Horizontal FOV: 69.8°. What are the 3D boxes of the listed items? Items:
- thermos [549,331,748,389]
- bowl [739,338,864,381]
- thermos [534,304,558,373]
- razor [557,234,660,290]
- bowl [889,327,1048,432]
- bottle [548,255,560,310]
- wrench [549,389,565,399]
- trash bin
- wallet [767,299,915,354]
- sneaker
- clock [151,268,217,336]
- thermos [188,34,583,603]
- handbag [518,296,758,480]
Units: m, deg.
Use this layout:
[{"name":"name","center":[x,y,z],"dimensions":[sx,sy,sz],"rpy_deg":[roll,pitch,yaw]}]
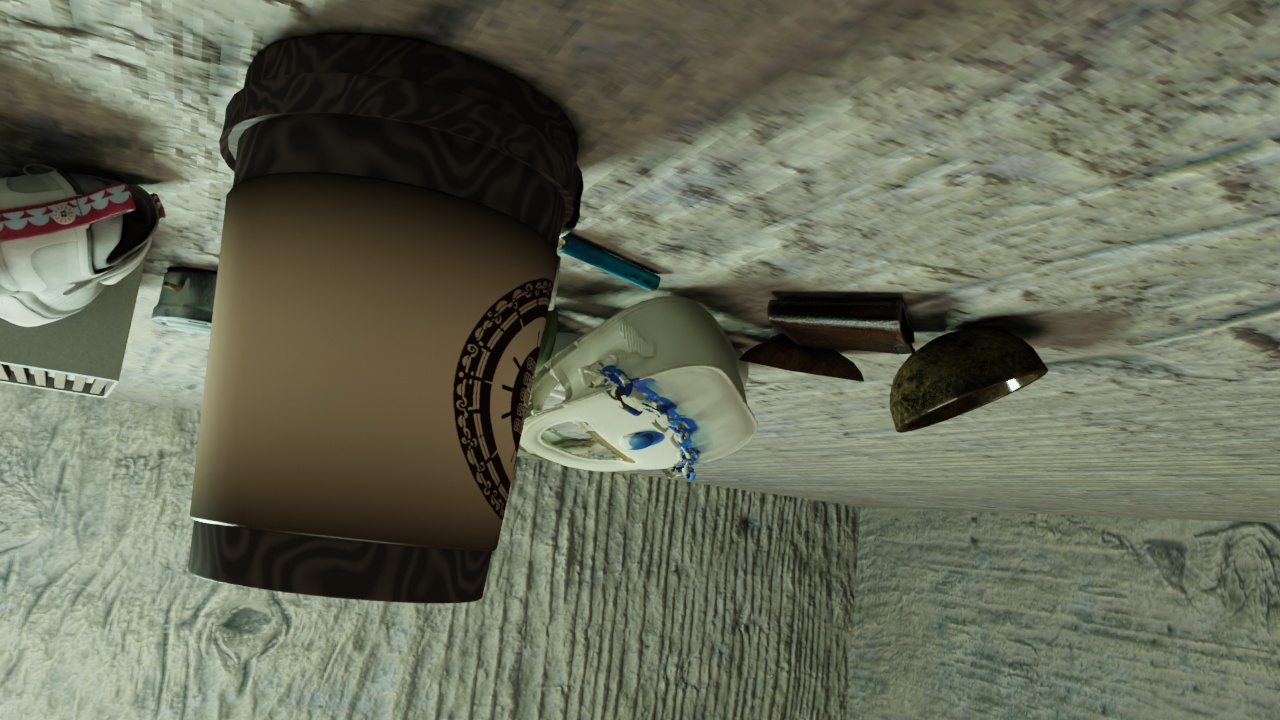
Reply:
[{"name":"thermos","center":[-0.005,0.005,0.857],"dimensions":[0.224,0.052,0.052],"rpy_deg":[4,171,-21]},{"name":"bowl","center":[0.147,-0.003,0.826],"dimensions":[0.114,0.026,0.102],"rpy_deg":[8,-177,-31]},{"name":"thermos","center":[-0.181,-0.039,0.726],"dimensions":[0.231,0.082,0.082],"rpy_deg":[11,169,-23]},{"name":"razor","center":[-0.034,-0.070,0.624],"dimensions":[0.042,0.022,0.143],"rpy_deg":[-41,149,25]},{"name":"bowl","center":[0.249,0.008,0.724],"dimensions":[0.121,0.056,0.121],"rpy_deg":[-19,164,-6]},{"name":"bottle","center":[-0.149,-0.065,0.628],"dimensions":[0.186,0.053,0.053],"rpy_deg":[7,170,-6]},{"name":"wrench","center":[-0.121,0.005,0.888],"dimensions":[0.087,0.018,0.273],"rpy_deg":[-19,152,39]},{"name":"trash bin","center":[-0.529,-0.039,0.827],"dimensions":[0.114,0.114,0.229],"rpy_deg":[13,168,-31]},{"name":"wallet","center":[0.161,-0.024,0.721],"dimensions":[0.099,0.031,0.120],"rpy_deg":[4,172,22]},{"name":"sneaker","center":[-0.381,-0.083,0.615],"dimensions":[0.128,0.097,0.263],"rpy_deg":[-15,-174,-17]},{"name":"clock","center":[-0.410,-0.048,0.874],"dimensions":[0.090,0.052,0.130],"rpy_deg":[10,168,-17]},{"name":"thermos","center":[-0.123,-0.009,0.436],"dimensions":[0.173,0.226,0.173],"rpy_deg":[6,170,1]},{"name":"handbag","center":[-0.008,0.048,0.778],"dimensions":[0.200,0.093,0.200],"rpy_deg":[-25,147,13]}]
